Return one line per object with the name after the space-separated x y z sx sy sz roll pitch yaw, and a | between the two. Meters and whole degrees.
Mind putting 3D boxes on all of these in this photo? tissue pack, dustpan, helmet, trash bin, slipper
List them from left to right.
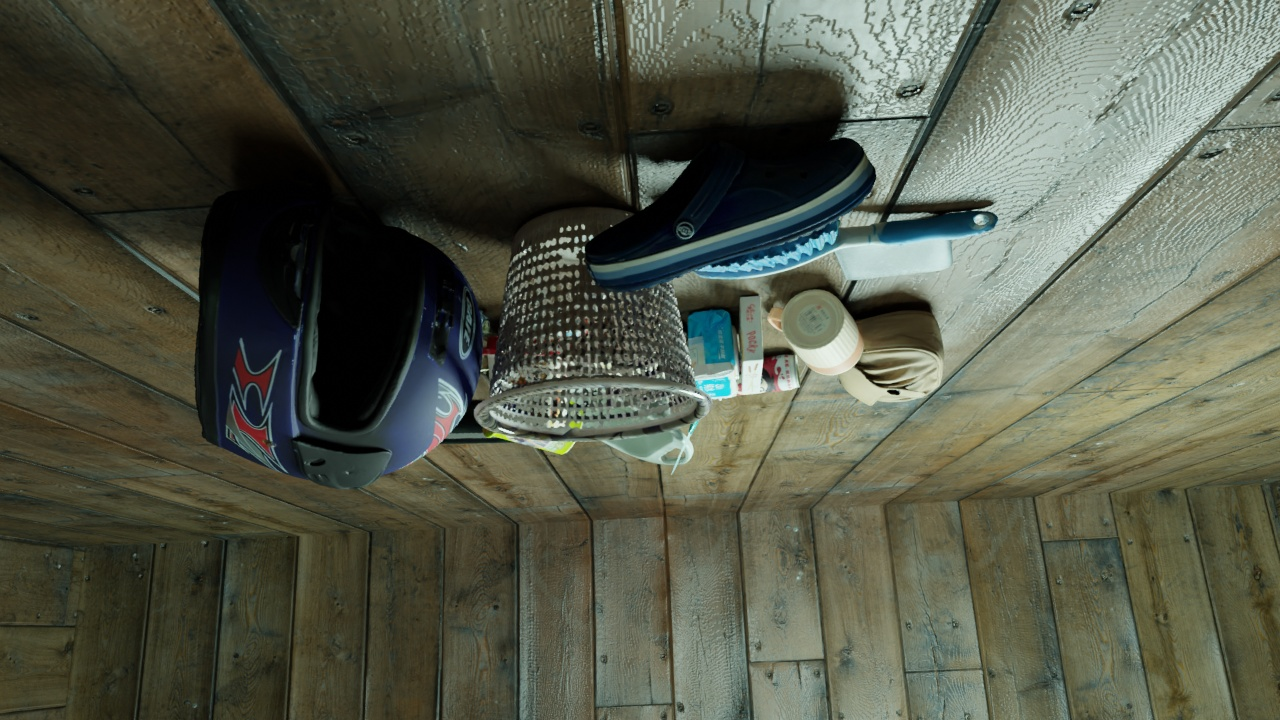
-0.264 -0.019 0.843 0.240 0.247 0.316 5 155 -18 | helmet
-0.049 -0.035 0.903 0.227 0.192 0.228 -3 163 -1 | trash bin
-0.051 0.088 1.404 0.257 0.142 0.223 1 162 -18 | dustpan
0.097 -0.006 1.203 0.063 0.090 0.140 -5 162 6 | tissue pack
0.066 -0.138 0.774 0.253 0.105 0.095 -20 118 10 | slipper

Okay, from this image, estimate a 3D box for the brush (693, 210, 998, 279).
0.194 -0.125 0.904 0.315 0.060 0.109 -9 168 13 | brush

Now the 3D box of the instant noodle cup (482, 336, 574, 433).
-0.141 0.033 1.186 0.117 0.124 0.116 1 179 14 | instant noodle cup

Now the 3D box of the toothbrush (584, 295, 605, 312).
-0.028 -0.084 1.052 0.016 0.016 0.181 3 162 -25 | toothbrush

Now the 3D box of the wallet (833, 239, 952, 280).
0.275 -0.117 0.994 0.121 0.019 0.097 -7 161 19 | wallet

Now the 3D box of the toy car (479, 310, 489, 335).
-0.215 -0.053 1.095 0.049 0.031 0.105 -5 162 10 | toy car

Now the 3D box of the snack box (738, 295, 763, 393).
0.142 -0.017 1.181 0.027 0.084 0.157 -3 163 5 | snack box

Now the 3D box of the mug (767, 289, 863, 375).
0.214 -0.040 1.149 0.115 0.081 0.106 22 174 28 | mug

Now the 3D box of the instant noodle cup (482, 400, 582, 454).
-0.155 0.083 1.360 0.123 0.111 0.112 25 153 -23 | instant noodle cup

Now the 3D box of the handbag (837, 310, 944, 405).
0.338 0.003 1.253 0.148 0.099 0.204 -5 160 17 | handbag

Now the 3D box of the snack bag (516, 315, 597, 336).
-0.104 -0.044 1.153 0.105 0.026 0.045 1 170 -4 | snack bag

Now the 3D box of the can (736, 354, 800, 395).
0.169 0.023 1.371 0.133 0.053 0.053 -7 163 14 | can

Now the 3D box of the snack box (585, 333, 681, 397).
-0.007 0.007 1.230 0.113 0.053 0.125 1 162 16 | snack box

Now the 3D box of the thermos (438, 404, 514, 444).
-0.247 0.107 1.567 0.242 0.068 0.090 1 -175 -14 | thermos

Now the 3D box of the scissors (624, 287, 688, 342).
0.009 -0.051 1.155 0.139 0.021 0.235 -8 163 17 | scissors

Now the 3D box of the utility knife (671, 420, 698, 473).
0.084 0.069 1.321 0.013 0.219 0.029 25 -164 13 | utility knife

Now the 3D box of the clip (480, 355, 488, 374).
-0.205 0.002 1.280 0.074 0.034 0.100 -4 168 1 | clip
